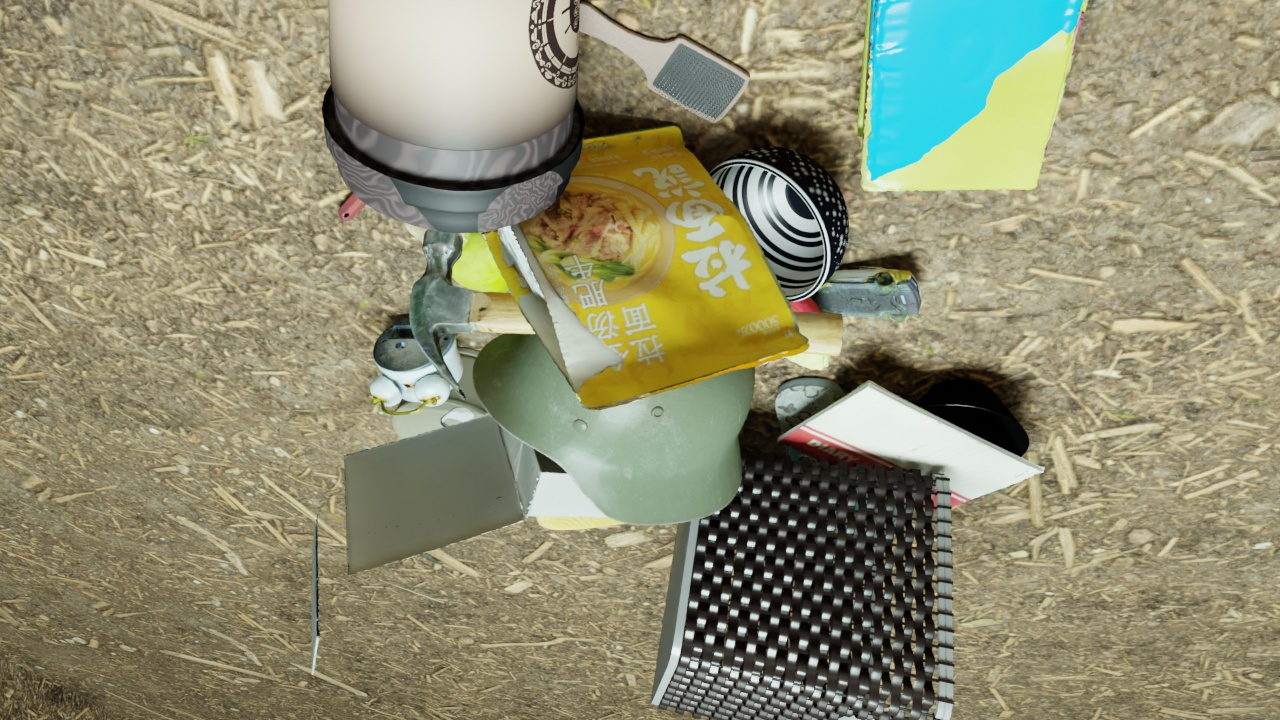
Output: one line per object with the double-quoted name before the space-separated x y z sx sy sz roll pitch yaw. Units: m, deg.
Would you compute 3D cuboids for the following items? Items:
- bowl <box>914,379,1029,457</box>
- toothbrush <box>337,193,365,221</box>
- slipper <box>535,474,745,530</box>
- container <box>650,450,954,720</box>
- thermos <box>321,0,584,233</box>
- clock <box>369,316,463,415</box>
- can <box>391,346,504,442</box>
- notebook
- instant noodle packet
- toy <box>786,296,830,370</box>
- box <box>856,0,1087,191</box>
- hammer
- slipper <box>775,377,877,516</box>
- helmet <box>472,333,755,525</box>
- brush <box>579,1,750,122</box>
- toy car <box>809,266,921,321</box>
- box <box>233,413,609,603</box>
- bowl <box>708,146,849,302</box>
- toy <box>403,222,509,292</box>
"bowl" 0.313 0.054 0.895 0.124 0.052 0.124 12 149 7
"toothbrush" -0.205 -0.164 0.762 0.016 0.016 0.190 32 138 -28
"slipper" 0.005 0.134 1.056 0.263 0.078 0.100 -9 146 -11
"container" 0.156 0.247 0.944 0.243 0.245 0.248 10 148 1
"thermos" -0.110 -0.216 0.552 0.172 0.172 0.227 11 137 -1
"clock" -0.224 0.008 0.914 0.083 0.117 0.057 0 136 13
"can" -0.197 0.051 1.001 0.128 0.073 0.128 7 144 5
"notebook" 0.265 0.093 0.916 0.208 0.012 0.153 25 147 -15
"instant noodle packet" -0.003 -0.065 0.638 0.162 0.221 0.084 -14 139 -20
"toy" 0.123 -0.045 0.800 0.135 0.045 0.092 53 167 -27
"box" 0.198 -0.211 0.557 0.124 0.079 0.221 0 140 12
"hammer" -0.013 -0.029 0.704 0.330 0.132 0.033 4 159 3
"slipper" 0.201 0.116 1.013 0.098 0.054 0.269 -5 140 24
"helmet" -0.005 0.005 0.802 0.267 0.226 0.154 11 128 -18
"brush" 0.010 -0.212 0.648 0.135 0.015 0.050 24 141 -18
"toy car" 0.190 -0.061 0.793 0.106 0.033 0.048 3 147 33
"box" -0.162 0.098 0.859 0.418 0.166 0.108 -6 125 -15
"bowl" 0.111 -0.112 0.703 0.120 0.066 0.120 32 144 27
"toy" -0.153 -0.104 0.809 0.117 0.043 0.092 30 142 -20
